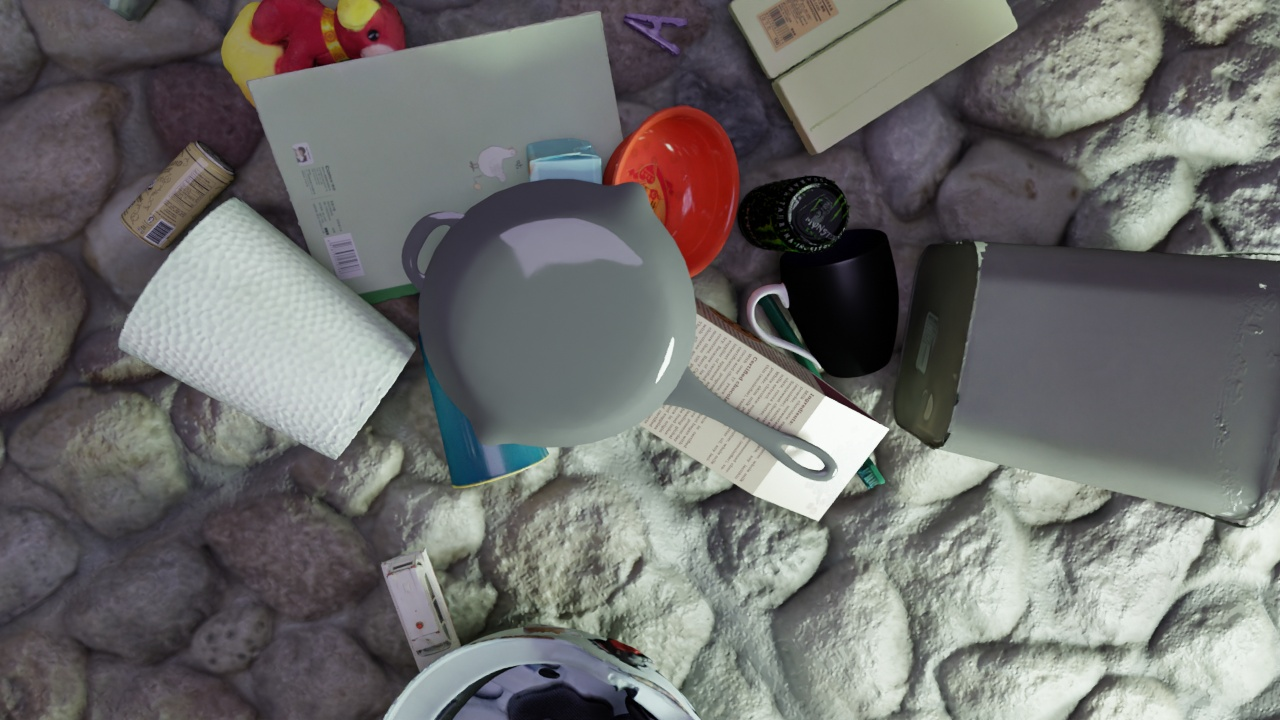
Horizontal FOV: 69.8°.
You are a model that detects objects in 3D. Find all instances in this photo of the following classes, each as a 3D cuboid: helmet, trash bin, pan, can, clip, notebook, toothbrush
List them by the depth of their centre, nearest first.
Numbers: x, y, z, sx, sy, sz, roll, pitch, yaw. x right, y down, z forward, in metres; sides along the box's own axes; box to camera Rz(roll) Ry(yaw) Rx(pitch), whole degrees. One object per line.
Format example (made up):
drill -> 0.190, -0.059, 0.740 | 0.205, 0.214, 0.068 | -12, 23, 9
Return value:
pan -> -0.004, 0.004, 0.648 | 0.354, 0.024, 0.217 | 29, 104, -13
trash bin -> -0.259, -0.015, 0.662 | 0.161, 0.133, 0.133 | 36, 92, -14
can -> 0.110, -0.107, 0.677 | 0.054, 0.137, 0.054 | -1, 98, -6
can -> -0.343, -0.123, 0.682 | 0.038, 0.038, 0.079 | 44, 91, -9
notebook -> -0.136, -0.142, 0.684 | 0.252, 0.010, 0.182 | -13, 118, -3
trash bin -> 0.327, 0.001, 0.693 | 0.220, 0.197, 0.197 | 8, 96, 0
helmet -> -0.066, 0.312, 0.700 | 0.264, 0.164, 0.236 | 36, 88, -2
clip -> 0.014, -0.253, 0.713 | 0.050, 0.014, 0.046 | -13, 101, -7
toothbrush -> 0.148, 0.027, 0.759 | 0.017, 0.016, 0.190 | -32, 98, 3

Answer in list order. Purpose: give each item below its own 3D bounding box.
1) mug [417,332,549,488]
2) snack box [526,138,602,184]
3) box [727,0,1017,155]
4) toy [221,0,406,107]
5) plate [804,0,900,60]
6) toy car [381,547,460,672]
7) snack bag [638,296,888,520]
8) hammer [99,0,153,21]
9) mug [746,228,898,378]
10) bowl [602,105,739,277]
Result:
mug -> -0.125, 0.028, 0.707 | 0.078, 0.078, 0.121 | -17, 93, -3
snack box -> -0.053, -0.071, 0.678 | 0.053, 0.075, 0.175 | -4, 112, -8
box -> 0.176, -0.261, 0.696 | 0.187, 0.024, 0.137 | -31, 96, -1
toy -> -0.239, -0.234, 0.671 | 0.137, 0.067, 0.105 | -13, 101, 8
plate -> 0.172, -0.258, 0.720 | 0.104, 0.026, 0.104 | -1, 98, -5
toy car -> -0.174, 0.211, 0.739 | 0.039, 0.039, 0.113 | -18, 98, -4
snack bag -> 0.083, 0.038, 0.718 | 0.206, 0.069, 0.094 | 32, 104, -8
hammer -> -0.319, -0.401, 0.648 | 0.117, 0.051, 0.323 | 39, 89, -9
mug -> 0.144, -0.037, 0.718 | 0.119, 0.085, 0.100 | -18, 110, -2
bowl -> 0.015, -0.126, 0.694 | 0.130, 0.045, 0.131 | -15, 113, -39
